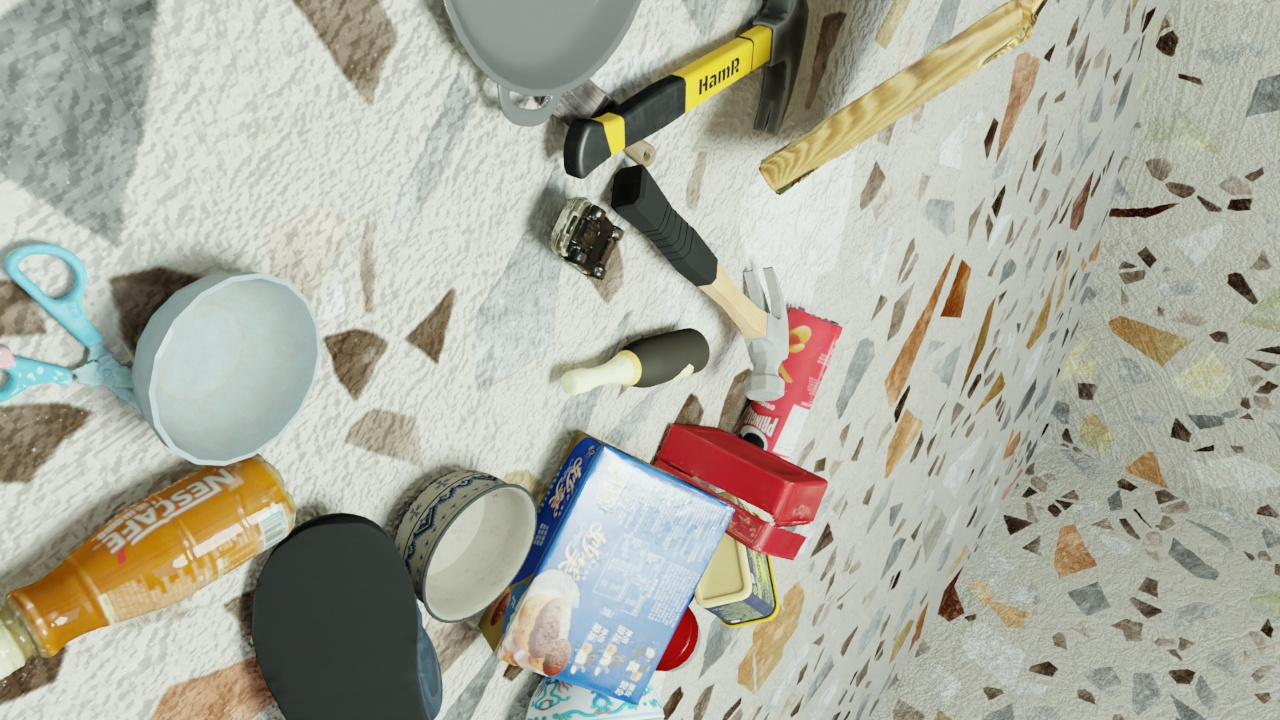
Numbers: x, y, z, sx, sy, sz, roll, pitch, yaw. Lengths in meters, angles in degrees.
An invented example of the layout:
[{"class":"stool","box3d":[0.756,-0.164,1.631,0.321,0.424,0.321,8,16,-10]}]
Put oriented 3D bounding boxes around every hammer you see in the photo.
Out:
[{"class":"hammer","box3d":[0.067,-0.077,0.856,0.328,0.039,0.131,38,52,-53]},{"class":"hammer","box3d":[0.047,-0.222,0.747,0.323,0.034,0.170,-41,143,-38]}]

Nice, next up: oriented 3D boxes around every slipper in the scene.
[{"class":"slipper","box3d":[-0.204,0.217,0.666,0.109,0.083,0.266,-11,114,-8]}]

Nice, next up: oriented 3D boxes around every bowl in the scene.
[{"class":"bowl","box3d":[-0.052,0.341,0.950,0.144,0.144,0.074,34,42,-59]},{"class":"bowl","box3d":[-0.226,0.000,0.493,0.106,0.039,0.106,-44,144,-45]},{"class":"bowl","box3d":[-0.141,0.135,0.705,0.115,0.059,0.116,-35,138,-39]}]

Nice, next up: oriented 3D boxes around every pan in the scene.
[{"class":"pan","box3d":[-0.047,-0.323,0.552,0.216,0.024,0.355,-14,123,-52]}]

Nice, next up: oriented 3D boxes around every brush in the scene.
[{"class":"brush","box3d":[-0.027,-0.180,0.697,0.151,0.012,0.039,23,92,-59]}]

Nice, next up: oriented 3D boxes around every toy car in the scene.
[{"class":"toy car","box3d":[-0.045,-0.095,0.711,0.048,0.040,0.112,-64,167,-1]}]

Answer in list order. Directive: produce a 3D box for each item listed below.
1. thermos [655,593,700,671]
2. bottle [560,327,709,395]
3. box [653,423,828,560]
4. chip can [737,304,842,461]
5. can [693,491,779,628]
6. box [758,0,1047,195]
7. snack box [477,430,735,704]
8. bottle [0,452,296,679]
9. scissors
[{"class":"thermos","box3d":[0.008,0.269,0.998,0.108,0.084,0.198,-51,145,-11]},{"class":"bottle","box3d":[-0.005,0.005,0.829,0.184,0.045,0.045,-15,124,-52]},{"class":"box","box3d":[0.104,0.133,0.979,0.129,0.158,0.098,20,98,-60]},{"class":"chip can","box3d":[0.169,0.053,1.100,0.073,0.073,0.233,12,100,-58]},{"class":"can","box3d":[0.104,0.233,1.077,0.104,0.075,0.135,47,30,-55]},{"class":"box","box3d":[0.221,-0.338,0.792,0.337,0.286,0.278,-33,-176,28]},{"class":"snack box","box3d":[-0.030,0.188,0.836,0.155,0.069,0.202,28,87,-27]},{"class":"bottle","box3d":[-0.271,0.110,0.492,0.166,0.059,0.059,-33,137,-41]},{"class":"scissors","box3d":[-0.272,-0.011,0.458,0.095,0.015,0.142,-65,155,1]}]
